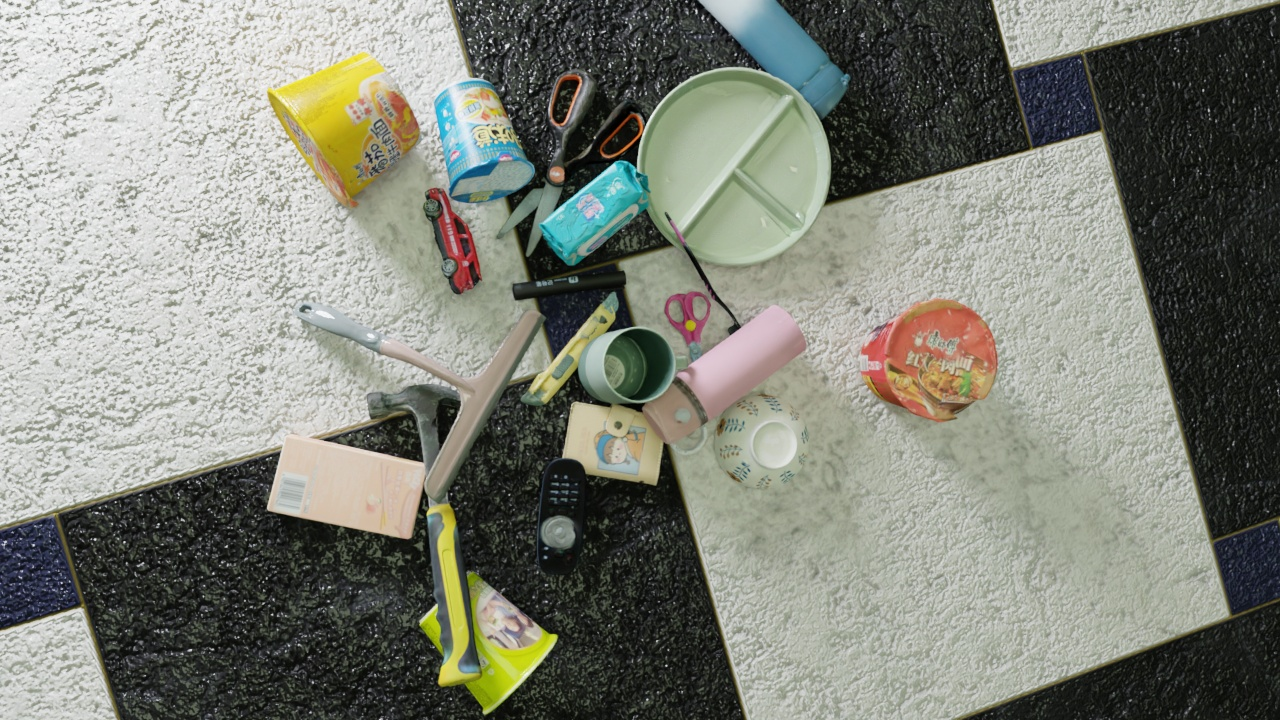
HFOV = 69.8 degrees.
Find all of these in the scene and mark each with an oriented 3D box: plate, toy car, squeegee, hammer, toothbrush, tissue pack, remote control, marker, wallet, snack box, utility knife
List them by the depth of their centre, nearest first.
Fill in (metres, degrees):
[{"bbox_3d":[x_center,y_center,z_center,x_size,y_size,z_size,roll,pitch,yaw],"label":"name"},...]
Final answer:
[{"bbox_3d":[-0.208,0.176,0.976,0.126,0.032,0.323,-8,69,-14],"label":"hammer"},{"bbox_3d":[-0.268,-0.009,1.002,0.249,0.040,0.247,26,67,1],"label":"squeegee"},{"bbox_3d":[-0.321,0.140,1.014,0.157,0.026,0.084,14,86,-9],"label":"snack box"},{"bbox_3d":[-0.045,-0.163,1.018,0.133,0.093,0.050,-39,87,5],"label":"tissue pack"},{"bbox_3d":[-0.210,-0.135,1.024,0.045,0.053,0.120,-19,95,-10],"label":"toy car"},{"bbox_3d":[-0.090,0.177,1.050,0.053,0.024,0.136,5,95,-8],"label":"remote control"},{"bbox_3d":[-0.082,-0.086,1.061,0.132,0.020,0.022,-8,120,-10],"label":"marker"},{"bbox_3d":[-0.030,0.094,1.065,0.115,0.024,0.087,10,93,-8],"label":"wallet"},{"bbox_3d":[-0.077,-0.011,1.065,0.031,0.018,0.166,41,79,-16],"label":"utility knife"},{"bbox_3d":[0.075,-0.092,1.073,0.018,0.014,0.189,-33,106,1],"label":"toothbrush"},{"bbox_3d":[0.110,-0.225,1.079,0.230,0.027,0.230,0,93,-5],"label":"plate"}]

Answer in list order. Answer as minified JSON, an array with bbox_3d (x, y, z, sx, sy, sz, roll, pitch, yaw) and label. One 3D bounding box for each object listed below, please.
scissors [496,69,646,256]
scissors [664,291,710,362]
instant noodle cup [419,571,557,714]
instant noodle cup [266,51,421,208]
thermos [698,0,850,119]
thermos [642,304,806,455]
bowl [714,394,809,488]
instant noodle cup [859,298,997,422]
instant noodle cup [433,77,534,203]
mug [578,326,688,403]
[{"bbox_3d":[-0.076,-0.224,1.061,0.189,0.022,0.229,2,89,-10],"label":"scissors"},{"bbox_3d":[0.065,-0.015,1.085,0.056,0.017,0.133,-11,95,5],"label":"scissors"},{"bbox_3d":[-0.172,0.299,1.002,0.111,0.112,0.123,-44,87,-7],"label":"instant noodle cup"},{"bbox_3d":[-0.308,-0.251,0.974,0.109,0.138,0.138,-37,95,-17],"label":"instant noodle cup"},{"bbox_3d":[0.154,-0.378,1.080,0.220,0.070,0.070,45,83,-6],"label":"thermos"},{"bbox_3d":[0.100,0.026,1.053,0.198,0.067,0.087,-37,107,-11],"label":"thermos"},{"bbox_3d":[0.148,0.097,1.074,0.113,0.062,0.113,0,90,-8],"label":"bowl"},{"bbox_3d":[0.329,-0.002,1.080,0.138,0.109,0.138,0,90,-9],"label":"instant noodle cup"},{"bbox_3d":[-0.178,-0.245,1.010,0.099,0.099,0.110,-17,79,-9],"label":"instant noodle cup"},{"bbox_3d":[-0.006,0.006,1.024,0.111,0.106,0.082,-4,88,-20],"label":"mug"}]
